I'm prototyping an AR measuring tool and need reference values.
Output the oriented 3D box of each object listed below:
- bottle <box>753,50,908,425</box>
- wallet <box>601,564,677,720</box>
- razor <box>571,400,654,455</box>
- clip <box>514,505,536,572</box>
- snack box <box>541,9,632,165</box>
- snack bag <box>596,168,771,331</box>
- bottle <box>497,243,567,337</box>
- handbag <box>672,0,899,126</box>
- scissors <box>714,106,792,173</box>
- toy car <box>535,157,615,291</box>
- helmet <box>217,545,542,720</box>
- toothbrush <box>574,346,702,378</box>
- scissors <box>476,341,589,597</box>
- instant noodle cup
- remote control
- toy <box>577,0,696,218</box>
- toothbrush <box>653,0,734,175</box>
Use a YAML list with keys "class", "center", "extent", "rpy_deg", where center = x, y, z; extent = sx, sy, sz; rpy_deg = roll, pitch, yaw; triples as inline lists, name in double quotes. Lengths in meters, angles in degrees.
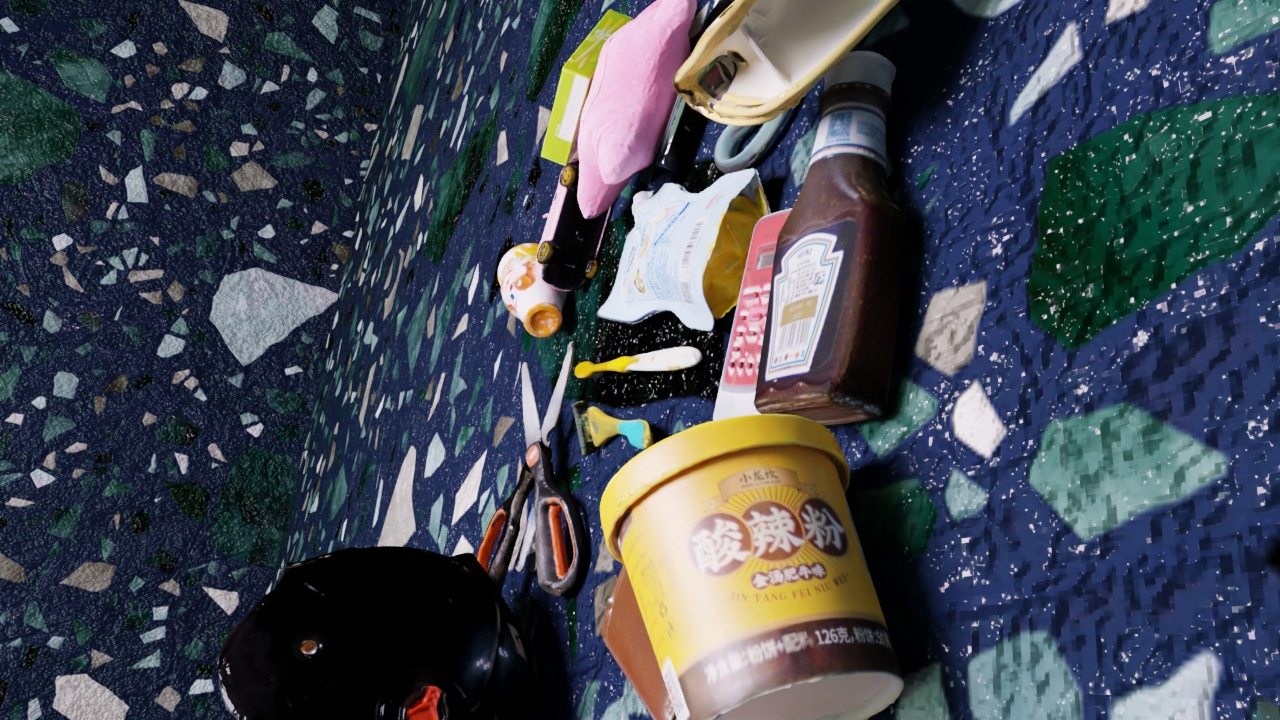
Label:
- class: "bottle"
  center: [0.102, -0.065, 0.472]
  extent: [0.080, 0.044, 0.194]
  rpy_deg: [-17, 60, 61]
- class: "wallet"
  center: [0.019, 0.141, 0.541]
  extent: [0.101, 0.032, 0.124]
  rpy_deg: [25, 99, 62]
- class: "razor"
  center: [-0.015, 0.052, 0.664]
  extent: [0.133, 0.028, 0.043]
  rpy_deg: [179, 82, -68]
- class: "clip"
  center: [-0.091, 0.151, 0.776]
  extent: [0.026, 0.036, 0.058]
  rpy_deg: [19, 94, 59]
- class: "snack box"
  center: [-0.046, -0.247, 0.822]
  extent: [0.156, 0.026, 0.086]
  rpy_deg: [-69, 0, -49]
- class: "snack bag"
  center: [0.023, -0.077, 0.650]
  extent: [0.191, 0.038, 0.110]
  rpy_deg: [-167, 87, -67]
- class: "bottle"
  center: [-0.099, -0.064, 0.865]
  extent: [0.063, 0.063, 0.108]
  rpy_deg: [-62, 28, 25]
- class: "handbag"
  center: [0.091, -0.197, 0.503]
  extent: [0.163, 0.063, 0.179]
  rpy_deg: [-46, 12, -2]
- class: "scissors"
  center: [0.088, -0.219, 0.623]
  extent: [0.172, 0.019, 0.169]
  rpy_deg: [-60, 27, 32]
- class: "toy car"
  center: [-0.058, -0.123, 0.825]
  extent: [0.037, 0.056, 0.122]
  rpy_deg: [21, 95, 58]
- class: "helmet"
  center: [-0.181, 0.262, 0.659]
  extent: [0.274, 0.229, 0.234]
  rpy_deg: [55, 141, 28]
- class: "toothbrush"
  center: [-0.004, 0.004, 0.688]
  extent: [0.192, 0.018, 0.016]
  rpy_deg: [-7, 71, 61]
- class: "scissors"
  center: [-0.092, 0.103, 0.763]
  extent: [0.228, 0.021, 0.220]
  rpy_deg: [-57, 39, 21]
- class: "instant noodle cup"
  center: [0.050, 0.102, 0.405]
  extent: [0.119, 0.118, 0.114]
  rpy_deg: [-52, 40, 39]
- class: "remote control"
  center: [0.073, -0.022, 0.534]
  extent: [0.056, 0.020, 0.136]
  rpy_deg: [1, 76, 64]
- class: "toy"
  center: [-0.009, -0.206, 0.748]
  extent: [0.178, 0.074, 0.195]
  rpy_deg: [-115, 46, -74]
- class: "toothbrush"
  center: [0.057, -0.245, 0.692]
  extent: [0.027, 0.026, 0.213]
  rpy_deg: [32, 104, 58]
